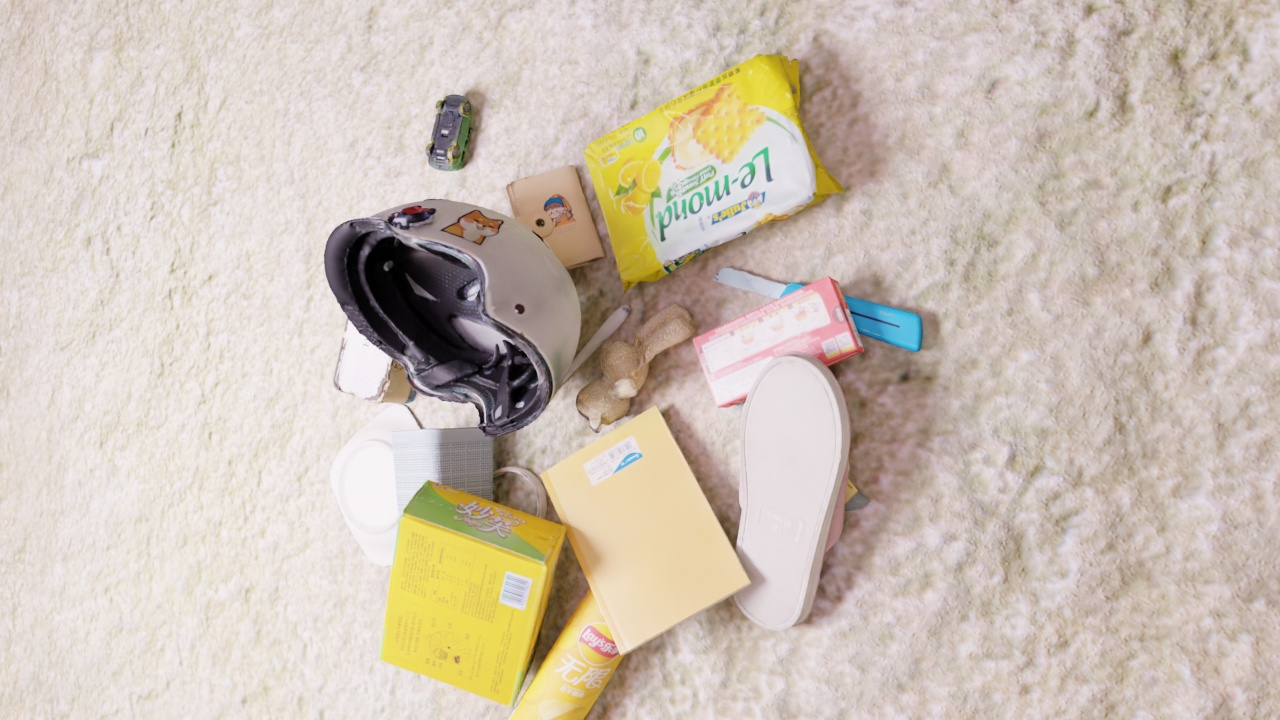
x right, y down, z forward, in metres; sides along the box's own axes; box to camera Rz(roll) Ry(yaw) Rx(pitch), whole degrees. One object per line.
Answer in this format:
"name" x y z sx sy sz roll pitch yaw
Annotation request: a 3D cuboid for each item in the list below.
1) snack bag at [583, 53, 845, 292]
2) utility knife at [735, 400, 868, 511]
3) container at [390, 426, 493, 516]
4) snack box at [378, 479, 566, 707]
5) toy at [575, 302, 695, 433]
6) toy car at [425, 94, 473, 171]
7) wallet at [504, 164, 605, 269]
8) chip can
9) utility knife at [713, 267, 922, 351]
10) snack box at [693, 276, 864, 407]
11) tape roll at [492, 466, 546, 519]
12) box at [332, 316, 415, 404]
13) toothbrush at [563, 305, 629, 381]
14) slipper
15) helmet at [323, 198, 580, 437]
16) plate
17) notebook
"snack bag" 0.064 -0.185 0.917 0.247 0.068 0.158 -22 77 24
"utility knife" 0.134 0.070 0.896 0.216 0.022 0.031 43 104 15
"container" -0.218 0.131 1.022 0.090 0.090 0.111 -8 83 44
"snack box" -0.177 0.243 0.951 0.158 0.069 0.210 18 119 5
"toy" -0.006 0.006 0.952 0.157 0.066 0.105 -46 36 13
"toy car" -0.223 -0.268 1.084 0.043 0.036 0.091 15 95 28
"wallet" -0.097 -0.152 1.004 0.087 0.024 0.115 -18 79 -7
"chip can" -0.068 0.325 0.957 0.072 0.072 0.213 36 104 24
"utility knife" 0.168 -0.055 0.887 0.219 0.018 0.034 20 97 28
"snack box" 0.130 -0.015 0.880 0.153 0.025 0.075 -25 75 26
"tape roll" -0.145 0.163 1.035 0.086 0.013 0.085 -2 87 26
"box" -0.304 -0.041 1.102 0.090 0.062 0.184 18 94 26
"toothbrush" -0.073 0.005 1.005 0.180 0.016 0.016 -46 75 17
"slipper" 0.141 0.124 0.862 0.114 0.054 0.274 14 108 34
"helmet" -0.169 -0.067 0.931 0.274 0.156 0.231 29 141 22
"plate" -0.313 0.151 1.110 0.164 0.034 0.164 -43 69 19
"notebook" 0.000 0.164 0.912 0.146 0.010 0.206 -31 64 5
